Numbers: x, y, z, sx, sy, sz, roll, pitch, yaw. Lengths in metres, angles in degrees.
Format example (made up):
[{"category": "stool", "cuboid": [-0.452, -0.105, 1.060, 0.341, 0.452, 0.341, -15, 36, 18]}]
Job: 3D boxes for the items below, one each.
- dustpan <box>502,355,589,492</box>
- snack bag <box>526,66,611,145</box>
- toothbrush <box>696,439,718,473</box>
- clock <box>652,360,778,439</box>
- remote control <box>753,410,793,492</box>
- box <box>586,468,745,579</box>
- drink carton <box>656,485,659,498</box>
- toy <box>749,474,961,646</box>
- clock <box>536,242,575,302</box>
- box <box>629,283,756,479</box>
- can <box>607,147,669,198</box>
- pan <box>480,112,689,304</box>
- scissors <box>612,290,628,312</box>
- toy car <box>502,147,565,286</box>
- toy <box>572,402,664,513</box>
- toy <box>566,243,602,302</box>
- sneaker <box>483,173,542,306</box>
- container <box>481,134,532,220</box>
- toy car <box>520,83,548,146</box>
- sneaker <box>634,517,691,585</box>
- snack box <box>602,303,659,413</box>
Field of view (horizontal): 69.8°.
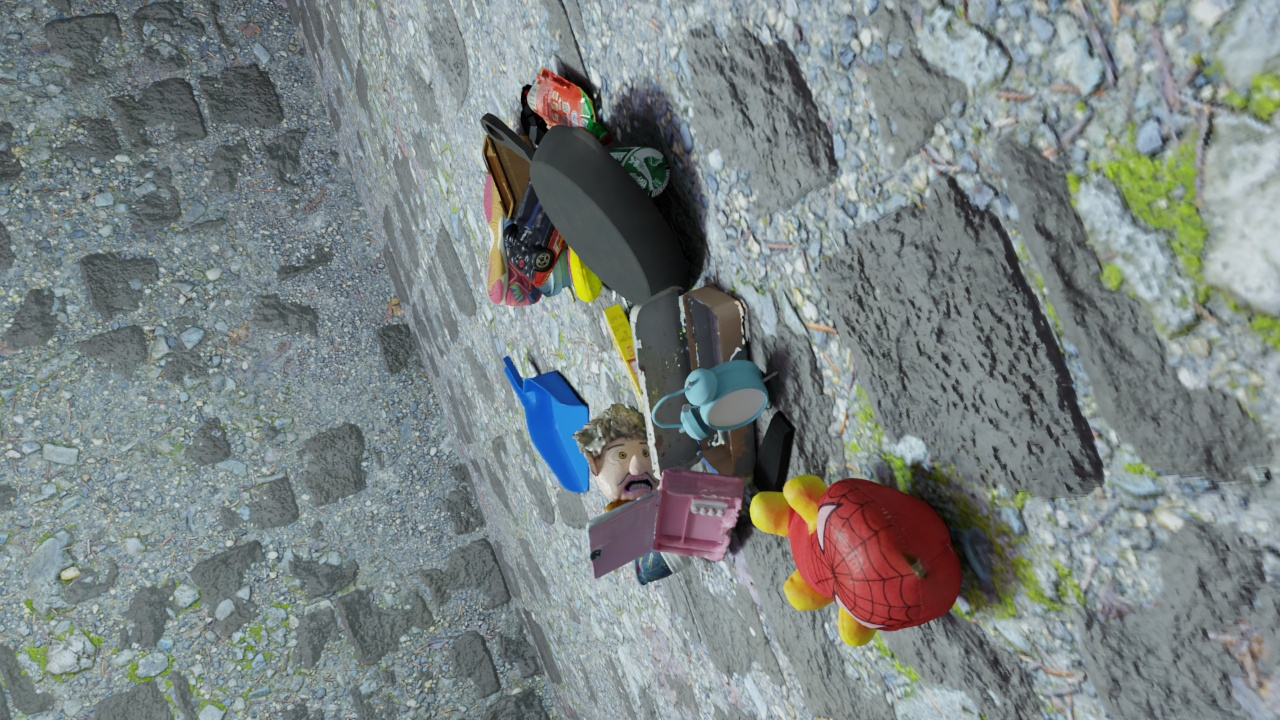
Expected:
[{"category": "dustpan", "cuboid": [-0.173, 0.079, 1.636, 0.257, 0.059, 0.246, 56, 156, 36]}, {"category": "snack bag", "cuboid": [-0.080, -0.289, 1.088, 0.155, 0.044, 0.087, 44, 153, 42]}, {"category": "toothbrush", "cuboid": [0.066, 0.092, 1.099, 0.132, 0.016, 0.021, 57, 149, 32]}, {"category": "clock", "cuboid": [0.069, 0.038, 0.889, 0.088, 0.123, 0.042, 94, 159, -48]}, {"category": "remote control", "cuboid": [0.135, 0.101, 0.939, 0.039, 0.010, 0.125, 55, 154, 35]}, {"category": "box", "cuboid": [0.024, 0.186, 1.042, 0.233, 0.179, 0.059, 94, 166, -63]}, {"category": "drink carton", "cuboid": [0.042, 0.196, 1.242, 0.069, 0.038, 0.122, 64, 165, 13]}, {"category": "toy", "cuboid": [0.178, 0.157, 0.762, 0.147, 0.098, 0.217, 60, 161, -3]}, {"category": "clock", "cuboid": [-0.125, -0.164, 1.279, 0.118, 0.060, 0.162, 50, 152, 41]}, {"category": "box", "cuboid": [0.068, 0.032, 0.963, 0.107, 0.094, 0.216, 13, 125, 35]}, {"category": "can", "cuboid": [-0.010, -0.197, 0.967, 0.101, 0.053, 0.053, 23, 130, 63]}, {"category": "pan", "cuboid": [-0.083, -0.182, 1.025, 0.356, 0.043, 0.249, 41, 165, 31]}, {"category": "scissors", "cuboid": [-0.040, -0.126, 1.173, 0.110, 0.015, 0.132, 52, 159, 35]}, {"category": "toy car", "cuboid": [-0.120, -0.193, 1.174, 0.081, 0.056, 0.190, 41, 120, 38]}, {"category": "toy", "cuboid": [-0.019, 0.135, 1.181, 0.076, 0.132, 0.175, 131, 135, -58]}, {"category": "toy", "cuboid": [-0.075, -0.122, 1.200, 0.094, 0.041, 0.095, 77, 178, -50]}, {"category": "sneaker", "cuboid": [-0.188, -0.201, 1.401, 0.116, 0.091, 0.241, 167, 102, -64]}, {"category": "container", "cuboid": [-0.179, -0.267, 1.312, 0.114, 0.061, 0.063, 68, 160, 11]}, {"category": "toy car", "cuboid": [-0.140, -0.320, 1.204, 0.091, 0.036, 0.042, 62, 159, 19]}, {"category": "sneaker", "cuboid": [-0.008, 0.229, 1.283, 0.087, 0.079, 0.235, 62, 173, -27]}, {"category": "snack box", "cuboid": [-0.007, 0.007, 1.162, 0.075, 0.025, 0.152, 89, 157, -80]}]
